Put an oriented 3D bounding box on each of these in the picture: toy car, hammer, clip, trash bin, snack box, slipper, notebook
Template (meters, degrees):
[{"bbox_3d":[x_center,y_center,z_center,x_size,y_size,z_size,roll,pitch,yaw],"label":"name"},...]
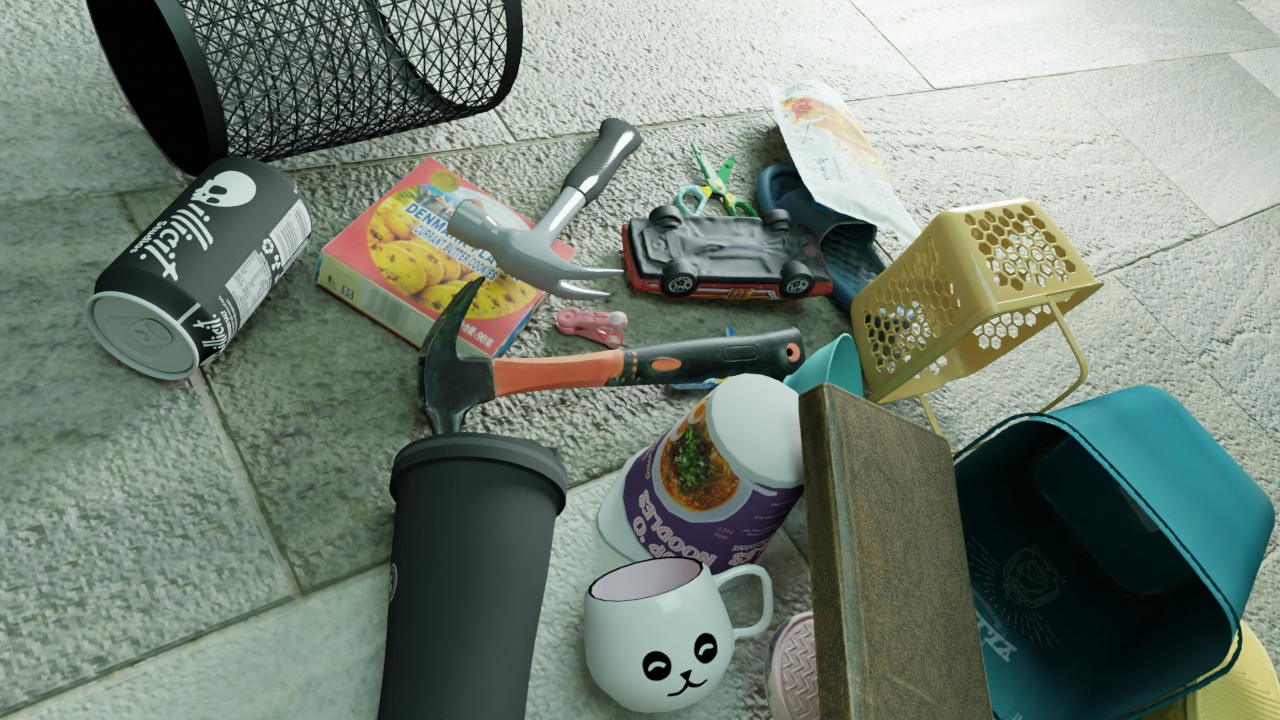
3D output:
[{"bbox_3d":[0.077,-0.091,0.815,0.189,0.056,0.081,1,52,-18],"label":"toy car"},{"bbox_3d":[-0.047,-0.145,0.779,0.125,0.030,0.309,30,35,-4],"label":"hammer"},{"bbox_3d":[-0.036,-0.025,0.732,0.059,0.050,0.023,-9,43,19],"label":"clip"},{"bbox_3d":[-0.252,-0.256,0.689,0.242,0.218,0.217,-33,73,-34],"label":"trash bin"},{"bbox_3d":[-0.143,-0.072,0.699,0.142,0.040,0.144,32,46,-1],"label":"snack box"},{"bbox_3d":[0.199,-0.118,0.897,0.103,0.059,0.213,-19,66,-39],"label":"slipper"},{"bbox_3d":[-0.004,0.004,0.683,0.332,0.033,0.133,-4,86,-33],"label":"hammer"},{"bbox_3d":[0.141,0.127,0.548,0.190,0.035,0.215,24,55,-38],"label":"notebook"},{"bbox_3d":[0.338,0.131,0.684,0.218,0.200,0.196,-15,62,-42],"label":"trash bin"},{"bbox_3d":[0.428,0.264,0.695,0.099,0.079,0.262,44,31,11],"label":"slipper"},{"bbox_3d":[0.163,0.252,0.582,0.221,0.056,0.106,40,47,-7],"label":"slipper"}]

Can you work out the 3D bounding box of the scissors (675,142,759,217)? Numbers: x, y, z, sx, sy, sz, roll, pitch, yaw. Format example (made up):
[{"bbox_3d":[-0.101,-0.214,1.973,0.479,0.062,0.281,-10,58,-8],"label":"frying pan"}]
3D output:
[{"bbox_3d":[0.067,-0.171,0.906,0.116,0.012,0.129,-9,59,-32],"label":"scissors"}]

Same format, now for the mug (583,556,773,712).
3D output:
[{"bbox_3d":[0.027,0.163,0.556,0.123,0.090,0.076,-14,95,-17],"label":"mug"}]

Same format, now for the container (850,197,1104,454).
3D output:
[{"bbox_3d":[0.277,-0.020,0.757,0.129,0.184,0.167,-11,69,-22],"label":"container"}]

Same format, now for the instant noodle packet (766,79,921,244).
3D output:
[{"bbox_3d":[0.208,-0.203,0.933,0.146,0.057,0.268,19,34,-20],"label":"instant noodle packet"}]

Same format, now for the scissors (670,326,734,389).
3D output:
[{"bbox_3d":[0.081,0.023,0.756,0.129,0.013,0.125,9,52,-23],"label":"scissors"}]

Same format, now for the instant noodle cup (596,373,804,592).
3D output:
[{"bbox_3d":[0.053,0.077,0.620,0.136,0.122,0.121,-4,56,-29],"label":"instant noodle cup"}]

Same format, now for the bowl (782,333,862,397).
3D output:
[{"bbox_3d":[0.140,0.039,0.730,0.046,0.121,0.120,1,40,27],"label":"bowl"}]

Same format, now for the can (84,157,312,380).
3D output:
[{"bbox_3d":[-0.280,-0.063,0.595,0.080,0.080,0.145,25,47,-7],"label":"can"}]

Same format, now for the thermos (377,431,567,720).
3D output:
[{"bbox_3d":[-0.098,0.150,0.507,0.105,0.106,0.218,13,54,-17],"label":"thermos"}]
